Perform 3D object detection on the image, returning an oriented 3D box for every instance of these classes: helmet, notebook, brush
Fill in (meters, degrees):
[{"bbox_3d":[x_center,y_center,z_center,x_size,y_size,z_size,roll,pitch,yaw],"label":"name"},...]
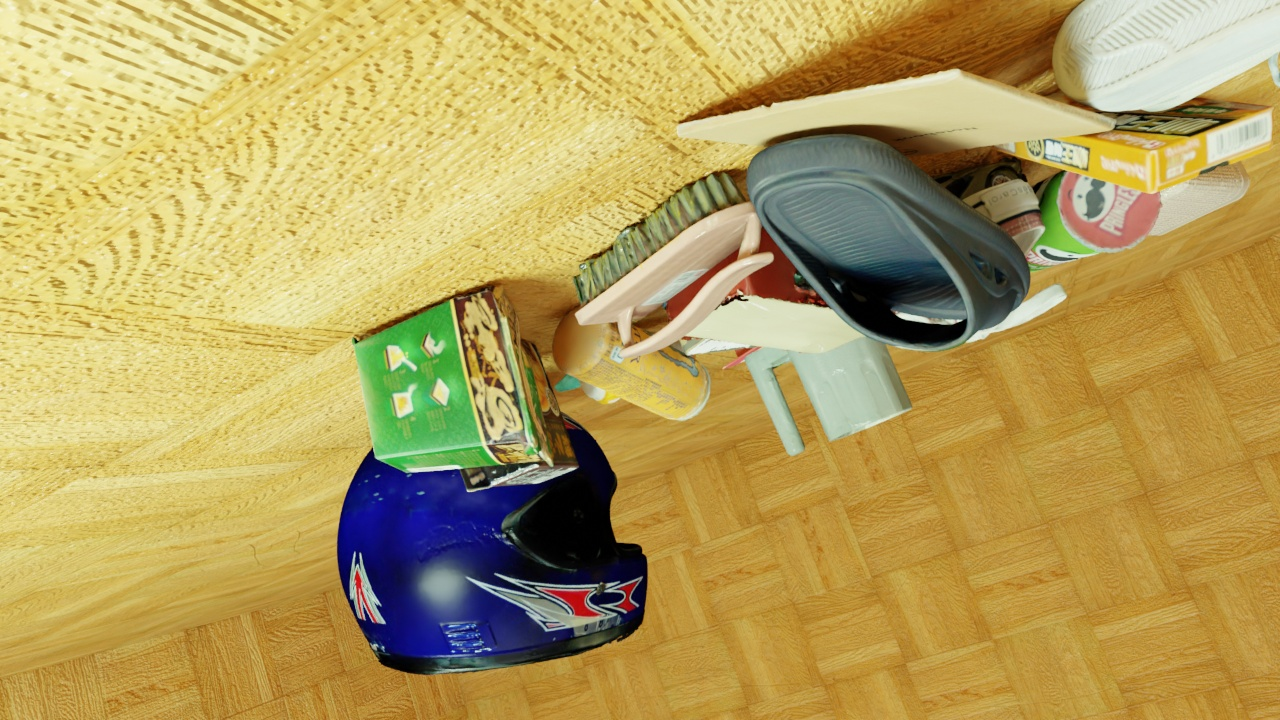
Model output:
[{"bbox_3d":[-0.130,0.155,0.884,0.248,0.240,0.314,-5,173,43],"label":"helmet"},{"bbox_3d":[0.140,-0.123,0.482,0.148,0.008,0.207,2,-174,42],"label":"notebook"},{"bbox_3d":[0.024,-0.057,0.579,0.063,0.073,0.146,-8,162,-45],"label":"brush"}]

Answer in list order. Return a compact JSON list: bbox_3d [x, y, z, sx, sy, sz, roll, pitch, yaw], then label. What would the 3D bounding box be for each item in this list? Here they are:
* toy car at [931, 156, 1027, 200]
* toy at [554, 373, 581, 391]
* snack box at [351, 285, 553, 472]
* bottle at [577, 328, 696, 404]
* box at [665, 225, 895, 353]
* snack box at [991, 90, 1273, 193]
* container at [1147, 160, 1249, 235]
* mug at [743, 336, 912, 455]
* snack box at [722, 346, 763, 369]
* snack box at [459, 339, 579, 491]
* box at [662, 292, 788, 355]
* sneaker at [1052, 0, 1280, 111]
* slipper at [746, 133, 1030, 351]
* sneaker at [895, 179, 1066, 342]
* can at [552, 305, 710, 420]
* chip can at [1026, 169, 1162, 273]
[{"bbox_3d":[0.227,-0.118,0.717,0.158,0.042,0.070,-20,169,-11],"label":"toy car"},{"bbox_3d":[-0.031,0.004,0.905,0.096,0.030,0.091,-30,172,14],"label":"toy"},{"bbox_3d":[-0.125,0.025,0.618,0.105,0.117,0.118,-15,166,-2],"label":"snack box"},{"bbox_3d":[-0.002,0.000,0.840,0.108,0.063,0.063,-14,168,-27],"label":"bottle"},{"bbox_3d":[0.101,-0.044,0.665,0.168,0.080,0.092,6,159,-38],"label":"box"},{"bbox_3d":[0.284,-0.137,0.550,0.075,0.026,0.153,-20,-155,-5],"label":"snack box"},{"bbox_3d":[0.416,-0.156,0.749,0.110,0.090,0.090,-8,164,-38],"label":"container"},{"bbox_3d":[0.168,0.019,0.825,0.124,0.103,0.083,-27,168,22],"label":"mug"},{"bbox_3d":[0.154,-0.041,0.962,0.127,0.044,0.113,-16,169,-26],"label":"snack box"},{"bbox_3d":[-0.105,0.040,0.718,0.053,0.113,0.125,-23,170,9],"label":"snack box"},{"bbox_3d":[0.099,-0.049,0.799,0.090,0.059,0.184,-29,164,36],"label":"box"},{"bbox_3d":[0.320,-0.183,0.419,0.090,0.089,0.243,4,162,-29],"label":"sneaker"},{"bbox_3d":[0.153,-0.049,0.560,0.111,0.083,0.267,-6,162,39],"label":"slipper"},{"bbox_3d":[0.250,-0.056,0.723,0.118,0.087,0.241,-18,169,-7],"label":"sneaker"},{"bbox_3d":[-0.004,0.004,0.751,0.058,0.058,0.146,-26,147,30],"label":"can"},{"bbox_3d":[0.326,-0.107,0.748,0.072,0.072,0.236,-20,178,0],"label":"chip can"}]
